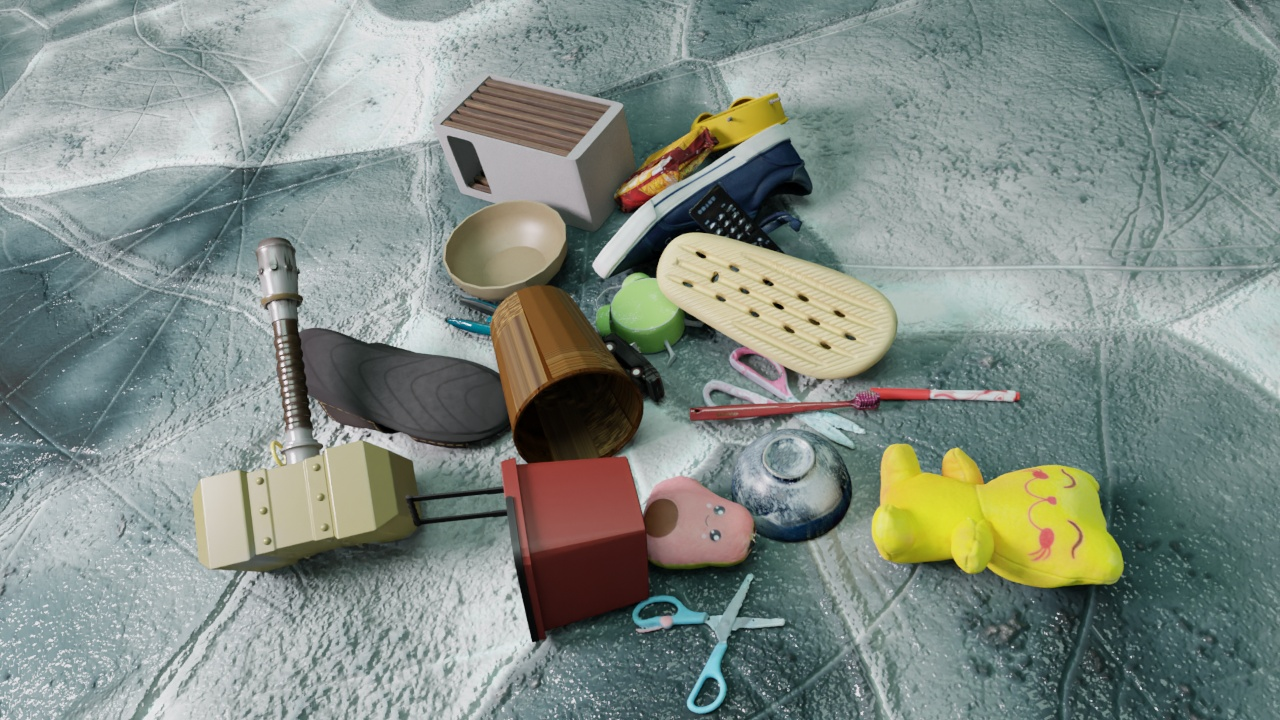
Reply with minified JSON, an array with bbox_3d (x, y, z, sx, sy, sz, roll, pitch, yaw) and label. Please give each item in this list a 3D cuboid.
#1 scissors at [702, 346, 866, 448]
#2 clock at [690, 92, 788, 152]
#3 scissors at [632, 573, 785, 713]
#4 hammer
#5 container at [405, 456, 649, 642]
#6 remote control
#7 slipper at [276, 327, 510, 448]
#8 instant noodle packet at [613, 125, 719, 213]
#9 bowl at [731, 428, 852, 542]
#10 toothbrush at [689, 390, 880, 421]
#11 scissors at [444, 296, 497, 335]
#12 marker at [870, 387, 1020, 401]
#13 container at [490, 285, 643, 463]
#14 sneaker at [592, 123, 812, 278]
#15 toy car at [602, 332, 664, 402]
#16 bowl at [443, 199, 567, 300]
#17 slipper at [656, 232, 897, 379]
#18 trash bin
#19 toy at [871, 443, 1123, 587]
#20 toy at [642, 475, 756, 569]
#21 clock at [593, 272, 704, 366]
[{"bbox_3d":[0.142,0.054,0.933,0.102,0.016,0.179,-40,58,-21],"label":"scissors"},{"bbox_3d":[0.123,-0.304,1.174,0.113,0.052,0.152,-24,15,-8],"label":"clock"},{"bbox_3d":[0.058,0.244,0.796,0.135,0.015,0.133,-7,52,14],"label":"scissors"},{"bbox_3d":[-0.345,0.030,0.915,0.190,0.101,0.324,-14,75,1],"label":"hammer"},{"bbox_3d":[-0.100,0.163,0.808,0.200,0.148,0.127,-9,44,-7],"label":"container"},{"bbox_3d":[0.119,-0.127,1.017,0.047,0.022,0.150,-45,99,0],"label":"remote control"},{"bbox_3d":[-0.263,0.033,1.001,0.268,0.076,0.112,14,63,5],"label":"slipper"},{"bbox_3d":[0.030,-0.236,1.135,0.136,0.039,0.098,-16,34,56],"label":"instant noodle packet"},{"bbox_3d":[0.140,0.106,0.859,0.114,0.061,0.114,-6,52,7],"label":"bowl"},{"bbox_3d":[0.144,0.046,0.919,0.190,0.016,0.016,-4,54,6],"label":"toothbrush"},{"bbox_3d":[-0.162,-0.039,1.068,0.142,0.019,0.127,-18,52,-9],"label":"scissors"},{"bbox_3d":[0.302,0.034,0.912,0.142,0.013,0.012,1,52,13],"label":"marker"},{"bbox_3d":[-0.087,0.010,0.949,0.132,0.132,0.167,-23,45,-6],"label":"container"},{"bbox_3d":[0.085,-0.158,1.077,0.294,0.121,0.127,-32,86,-14],"label":"sneaker"},{"bbox_3d":[-0.006,0.006,0.983,0.037,0.040,0.092,-35,50,-17],"label":"toy car"},{"bbox_3d":[-0.159,-0.126,1.117,0.152,0.050,0.152,-6,51,7],"label":"bowl"},{"bbox_3d":[0.140,-0.056,0.977,0.261,0.079,0.111,24,85,18],"label":"slipper"},{"bbox_3d":[-0.134,-0.272,1.189,0.229,0.115,0.114,20,58,26],"label":"trash bin"},{"bbox_3d":[0.294,0.143,0.780,0.194,0.088,0.134,3,35,10],"label":"toy"},{"bbox_3d":[0.054,0.152,0.845,0.110,0.051,0.089,7,55,16],"label":"toy"},{"bbox_3d":[0.003,-0.053,1.029,0.119,0.043,0.094,23,59,28],"label":"clock"}]
